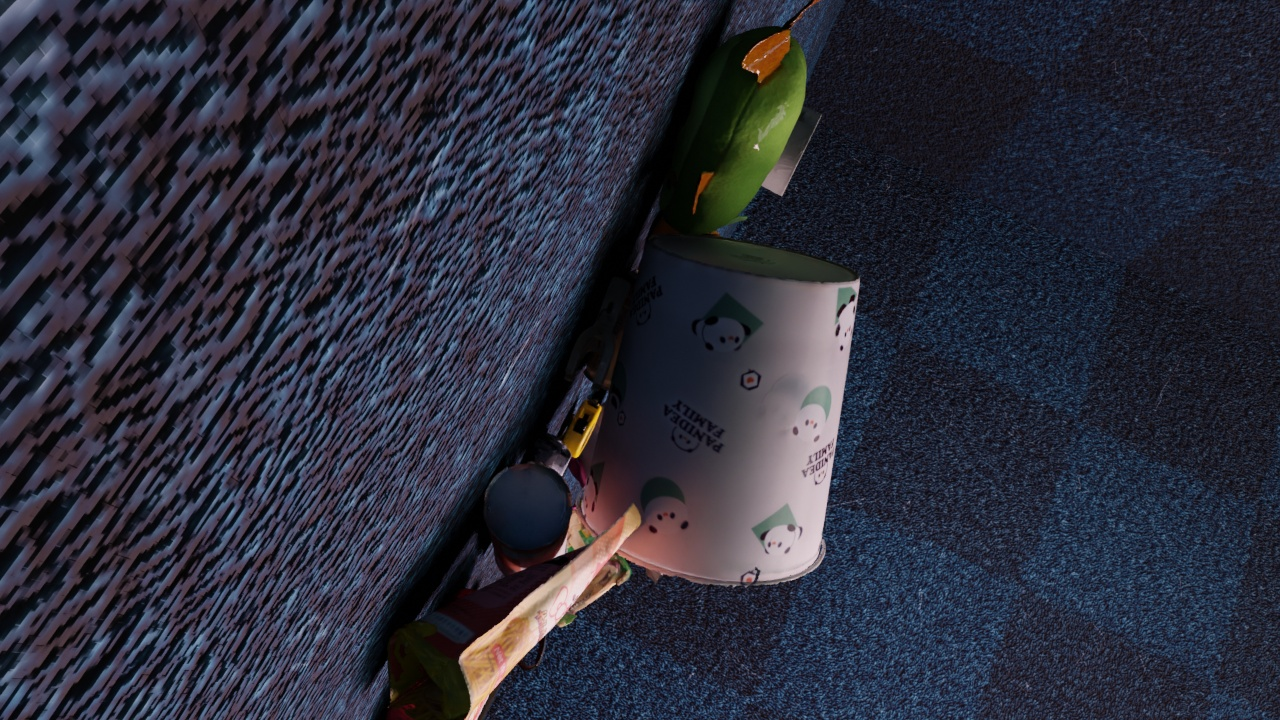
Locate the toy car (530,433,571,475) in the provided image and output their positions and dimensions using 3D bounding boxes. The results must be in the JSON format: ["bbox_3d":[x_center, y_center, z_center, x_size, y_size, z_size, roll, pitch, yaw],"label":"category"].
[{"bbox_3d":[-0.088,0.096,0.863,0.043,0.034,0.090,-60,175,2],"label":"toy car"}]

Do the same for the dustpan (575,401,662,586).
[{"bbox_3d":[0.014,0.131,1.225,0.138,0.273,0.223,-34,167,-26],"label":"dustpan"}]

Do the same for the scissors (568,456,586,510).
[{"bbox_3d":[-0.069,0.181,1.222,0.017,0.133,0.134,-14,176,-26],"label":"scissors"}]

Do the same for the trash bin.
[{"bbox_3d":[0.074,0.030,0.806,0.229,0.230,0.252,-53,154,-72],"label":"trash bin"}]

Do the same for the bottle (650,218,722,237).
[{"bbox_3d":[0.076,-0.090,0.918,0.066,0.149,0.067,-39,155,-22],"label":"bottle"}]

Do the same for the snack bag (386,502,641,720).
[{"bbox_3d":[-0.088,0.181,0.677,0.129,0.073,0.207,-44,170,34],"label":"snack bag"}]

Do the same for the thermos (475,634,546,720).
[{"bbox_3d":[-0.178,0.349,0.897,0.242,0.090,0.068,-61,164,-19],"label":"thermos"}]

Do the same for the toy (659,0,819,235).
[{"bbox_3d":[0.078,-0.191,0.750,0.226,0.090,0.247,-59,178,-43],"label":"toy"}]

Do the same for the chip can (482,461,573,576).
[{"bbox_3d":[-0.096,0.146,0.792,0.071,0.071,0.215,-62,176,-20],"label":"chip can"}]

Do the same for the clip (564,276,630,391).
[{"bbox_3d":[-0.036,-0.022,0.807,0.070,0.034,0.099,108,0,-63],"label":"clip"}]

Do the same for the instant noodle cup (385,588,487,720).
[{"bbox_3d":[-0.161,0.272,0.798,0.193,0.066,0.194,-63,178,-5],"label":"instant noodle cup"}]

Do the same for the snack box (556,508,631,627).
[{"bbox_3d":[-0.093,0.262,1.205,0.118,0.117,0.106,-34,180,-9],"label":"snack box"}]

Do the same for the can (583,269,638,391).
[{"bbox_3d":[-0.009,-0.027,0.910,0.116,0.058,0.058,-65,176,14],"label":"can"}]

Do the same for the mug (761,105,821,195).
[{"bbox_3d":[0.141,-0.261,1.050,0.084,0.103,0.123,110,6,-59],"label":"mug"}]

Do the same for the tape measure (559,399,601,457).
[{"bbox_3d":[-0.070,0.077,1.016,0.060,0.029,0.057,112,4,-49],"label":"tape measure"}]
